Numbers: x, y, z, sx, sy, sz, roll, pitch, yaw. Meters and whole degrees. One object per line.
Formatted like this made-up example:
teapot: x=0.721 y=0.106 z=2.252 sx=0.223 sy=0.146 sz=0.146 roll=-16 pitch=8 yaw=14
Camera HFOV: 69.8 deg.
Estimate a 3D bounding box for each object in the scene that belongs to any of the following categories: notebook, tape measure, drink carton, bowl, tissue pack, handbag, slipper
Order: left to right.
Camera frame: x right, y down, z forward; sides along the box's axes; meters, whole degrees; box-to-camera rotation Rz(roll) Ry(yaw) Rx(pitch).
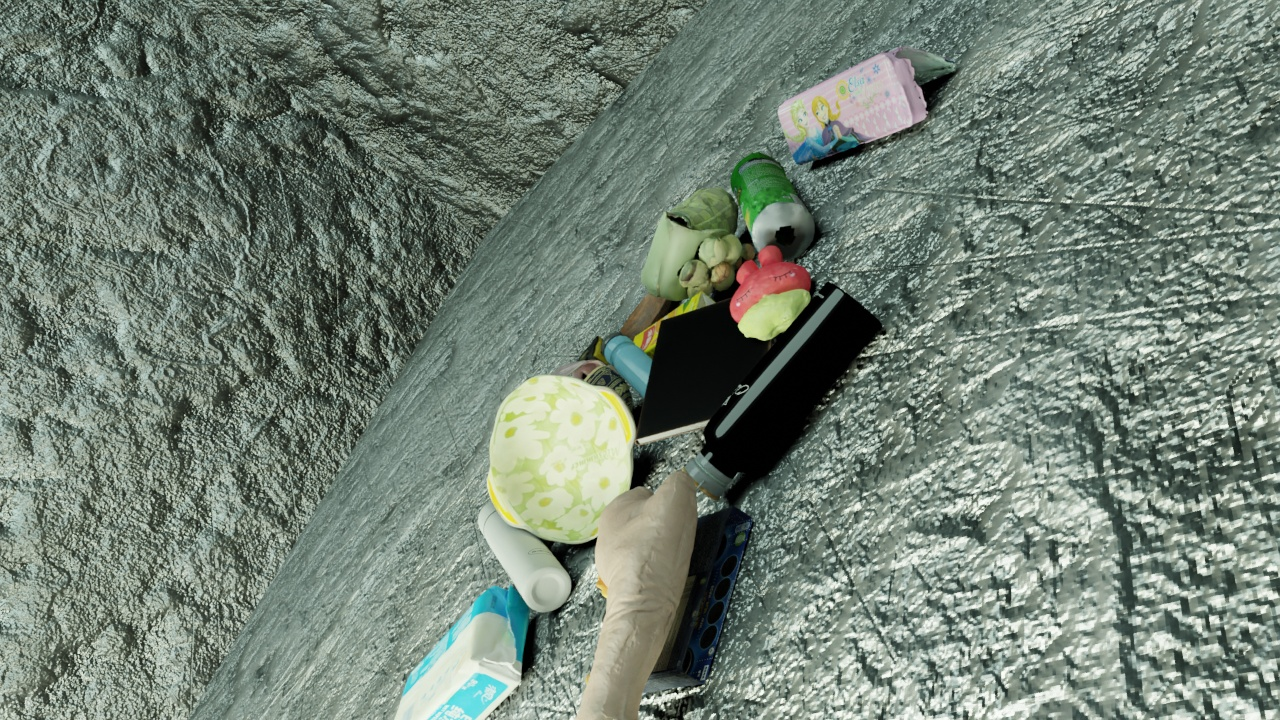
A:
tissue pack: x=-0.197 y=0.346 z=0.987 sx=0.210 sy=0.066 sz=0.116 roll=-47 pitch=20 yaw=20
slipper: x=-0.111 y=0.044 z=1.301 sx=0.094 sy=0.064 sz=0.240 roll=-38 pitch=3 yaw=-35
bowl: x=-0.077 y=0.106 z=1.031 sx=0.220 sy=0.188 sz=0.060 roll=-38 pitch=-14 yaw=28
tape measure: x=-0.073 y=0.004 z=1.361 sx=0.067 sy=0.038 sz=0.062 roll=-47 pitch=19 yaw=15
bowl: x=-0.044 y=0.069 z=1.114 sx=0.112 sy=0.061 sz=0.113 roll=-55 pitch=-16 yaw=-25
bowl: x=0.012 y=-0.056 z=1.283 sx=0.114 sy=0.026 sz=0.102 roll=-52 pitch=19 yaw=3
drink carton: x=0.041 y=-0.026 z=1.134 sx=0.135 sy=0.043 sz=0.058 roll=-33 pitch=28 yaw=43
handbag: x=0.085 y=-0.145 z=1.153 sx=0.185 sy=0.117 sz=0.113 roll=-39 pitch=-28 yaw=-51
notebook: x=0.072 y=0.000 z=0.972 sx=0.142 sy=0.008 sz=0.208 roll=-17 pitch=33 yaw=22

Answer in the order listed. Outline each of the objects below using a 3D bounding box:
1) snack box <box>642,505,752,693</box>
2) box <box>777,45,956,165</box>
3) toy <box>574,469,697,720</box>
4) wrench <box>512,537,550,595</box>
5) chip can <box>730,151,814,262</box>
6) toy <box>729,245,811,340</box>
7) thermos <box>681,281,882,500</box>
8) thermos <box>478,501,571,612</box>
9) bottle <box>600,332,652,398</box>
snack box: x=0.039 y=0.195 z=0.753 sx=0.082 sy=0.027 sz=0.149 roll=-32 pitch=27 yaw=49
box: x=0.266 y=-0.303 z=1.080 sx=0.096 sy=0.085 sz=0.231 roll=-25 pitch=9 yaw=-21
toy: x=-0.018 y=0.213 z=0.731 sx=0.197 sy=0.065 sz=0.263 roll=-41 pitch=26 yaw=55
wrench: x=-0.121 y=0.226 z=1.103 sx=0.073 sy=0.018 sz=0.272 roll=-17 pitch=41 yaw=60
chip can: x=0.156 y=-0.188 z=1.106 sx=0.076 sy=0.075 sz=0.222 roll=-46 pitch=19 yaw=20
toy: x=0.135 y=-0.073 z=0.966 sx=0.092 sy=0.045 sz=0.135 roll=-25 pitch=37 yaw=19
thermos: x=0.112 y=0.039 z=0.807 sx=0.231 sy=0.061 sz=0.061 roll=-50 pitch=18 yaw=7
thermos: x=-0.140 y=0.218 z=1.059 sx=0.052 sy=0.052 sz=0.224 roll=-54 pitch=25 yaw=-4
bottle: x=-0.007 y=0.006 z=1.105 sx=0.040 sy=0.040 sz=0.130 roll=-51 pitch=47 yaw=5
